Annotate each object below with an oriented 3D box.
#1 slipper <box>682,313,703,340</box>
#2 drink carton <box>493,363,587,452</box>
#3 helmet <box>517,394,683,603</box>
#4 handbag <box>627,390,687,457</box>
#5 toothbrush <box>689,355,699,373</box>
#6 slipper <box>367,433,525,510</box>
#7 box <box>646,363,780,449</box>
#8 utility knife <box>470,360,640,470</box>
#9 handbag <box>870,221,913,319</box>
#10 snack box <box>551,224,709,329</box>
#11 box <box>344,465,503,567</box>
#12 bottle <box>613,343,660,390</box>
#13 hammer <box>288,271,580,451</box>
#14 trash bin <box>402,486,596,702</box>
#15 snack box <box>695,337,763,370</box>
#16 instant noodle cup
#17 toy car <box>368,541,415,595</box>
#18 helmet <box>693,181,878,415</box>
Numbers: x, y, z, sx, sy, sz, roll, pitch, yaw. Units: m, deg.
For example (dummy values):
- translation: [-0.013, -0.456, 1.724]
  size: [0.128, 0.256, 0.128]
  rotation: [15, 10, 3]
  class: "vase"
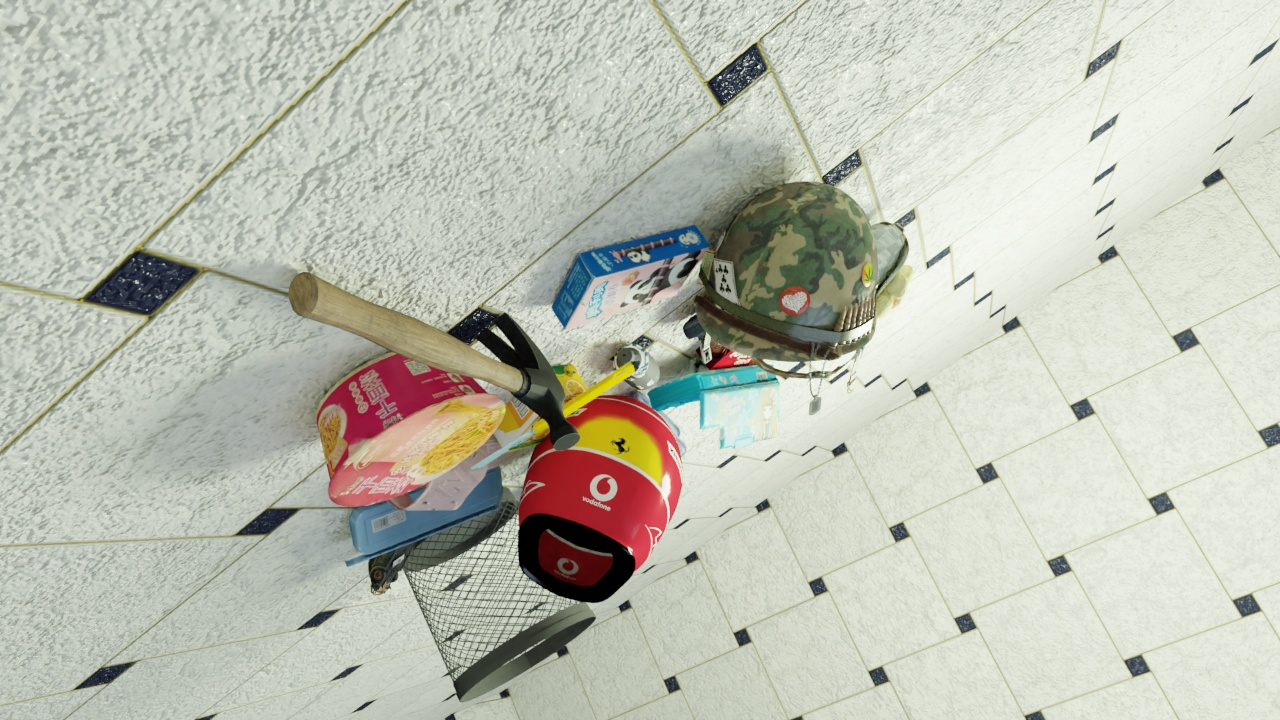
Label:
- translation: [0.179, -0.082, 1.133]
  size: [0.264, 0.082, 0.101]
  rotation: [-32, -175, 7]
  class: "slipper"
- translation: [-0.120, 0.055, 1.086]
  size: [0.058, 0.041, 0.123]
  rotation: [-11, 150, -50]
  class: "drink carton"
- translation: [-0.050, 0.162, 1.197]
  size: [0.272, 0.197, 0.224]
  rotation: [112, 0, -55]
  class: "helmet"
- translation: [-0.026, 0.131, 1.333]
  size: [0.159, 0.069, 0.126]
  rotation: [-39, 121, 14]
  class: "handbag"
- translation: [0.085, 0.027, 1.396]
  size: [0.016, 0.017, 0.189]
  rotation: [-32, 162, -7]
  class: "toothbrush"
- translation: [-0.217, 0.134, 1.088]
  size: [0.238, 0.064, 0.094]
  rotation: [-13, 153, -50]
  class: "slipper"
- translation: [0.123, 0.076, 1.341]
  size: [0.097, 0.117, 0.226]
  rotation: [-23, 169, 35]
  class: "box"
- translation: [-0.095, 0.063, 1.050]
  size: [0.227, 0.019, 0.030]
  rotation: [-35, 157, -9]
  class: "utility knife"
- translation: [0.289, -0.100, 1.250]
  size: [0.171, 0.123, 0.113]
  rotation: [-32, 169, -24]
  class: "handbag"
- translation: [-0.010, -0.085, 0.928]
  size: [0.153, 0.033, 0.088]
  rotation: [-19, 157, -37]
  class: "snack box"
- translation: [-0.269, 0.202, 1.165]
  size: [0.209, 0.047, 0.122]
  rotation: [-17, 141, -38]
  class: "box"
- translation: [-0.007, 0.007, 1.145]
  size: [0.047, 0.047, 0.112]
  rotation: [-35, 162, 4]
  class: "bottle"
- translation: [-0.164, -0.011, 0.767]
  size: [0.040, 0.132, 0.305]
  rotation: [-39, 149, 15]
  class: "hammer"
- translation: [-0.215, 0.329, 1.321]
  size: [0.217, 0.227, 0.218]
  rotation: [-30, 162, -11]
  class: "trash bin"
- translation: [0.173, -0.044, 1.333]
  size: [0.133, 0.036, 0.151]
  rotation: [-43, 159, 27]
  class: "snack box"
- translation: [-0.223, 0.055, 0.858]
  size: [0.178, 0.077, 0.179]
  rotation: [-31, 162, -11]
  class: "instant noodle cup"
- translation: [-0.336, 0.255, 1.224]
  size: [0.112, 0.047, 0.047]
  rotation: [-62, 164, -8]
  class: "toy car"
- translation: [0.156, -0.067, 0.985]
  size: [0.223, 0.193, 0.237]
  rotation: [-47, 149, -31]
  class: "helmet"
